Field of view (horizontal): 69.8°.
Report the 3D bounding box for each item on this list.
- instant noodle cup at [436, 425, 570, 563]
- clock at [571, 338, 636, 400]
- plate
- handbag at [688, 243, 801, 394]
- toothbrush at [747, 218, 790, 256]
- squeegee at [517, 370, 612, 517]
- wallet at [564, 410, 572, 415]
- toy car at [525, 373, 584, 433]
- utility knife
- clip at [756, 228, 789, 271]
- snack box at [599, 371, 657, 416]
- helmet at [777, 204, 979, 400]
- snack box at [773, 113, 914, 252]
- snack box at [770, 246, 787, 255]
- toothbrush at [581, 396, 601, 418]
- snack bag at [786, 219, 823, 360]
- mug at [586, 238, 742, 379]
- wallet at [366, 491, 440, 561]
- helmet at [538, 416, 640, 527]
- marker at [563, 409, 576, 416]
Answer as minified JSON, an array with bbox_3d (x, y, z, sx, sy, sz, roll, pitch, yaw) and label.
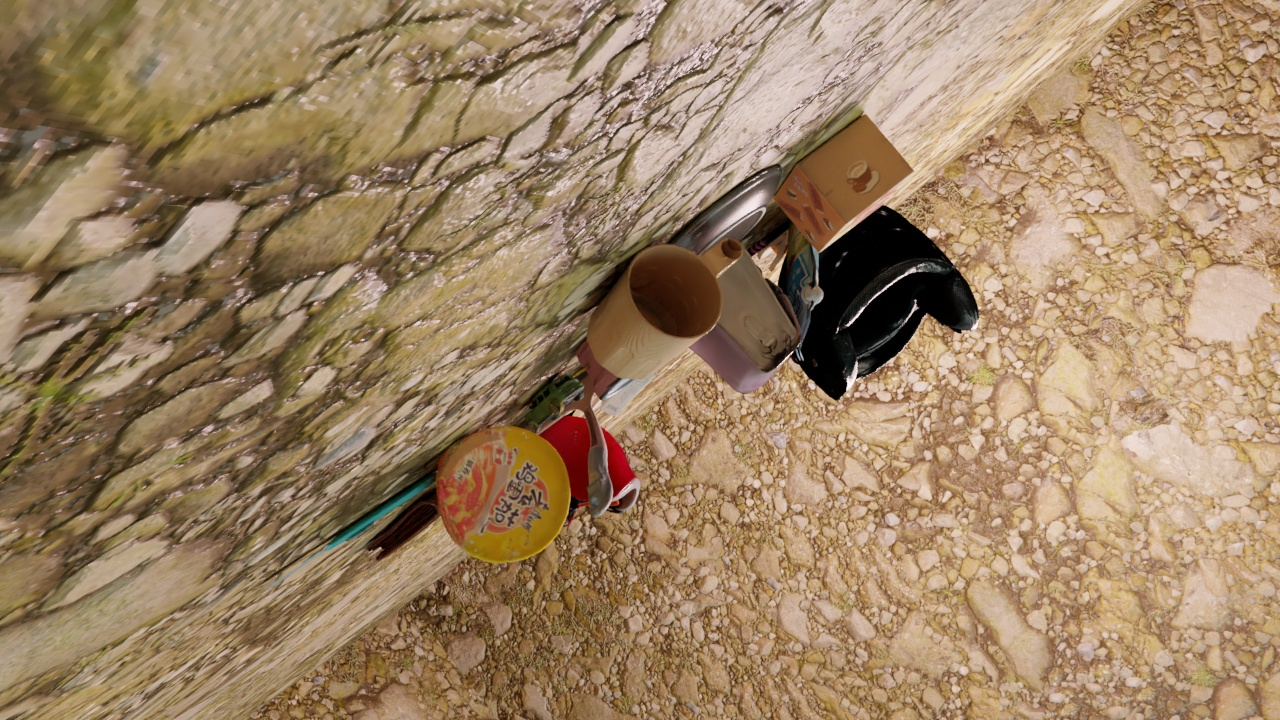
[{"bbox_3d":[-0.154,0.142,0.978,0.137,0.138,0.110,-37,-174,-20],"label":"instant noodle cup"},{"bbox_3d":[0.003,-0.027,0.960,0.158,0.060,0.117,-37,174,8],"label":"clock"},{"bbox_3d":[0.068,-0.112,0.854,0.179,0.024,0.179,-37,175,-4],"label":"plate"},{"bbox_3d":[0.114,-0.041,1.090,0.098,0.145,0.197,-34,172,-8],"label":"handbag"},{"bbox_3d":[0.162,-0.156,1.193,0.189,0.014,0.018,-38,166,-9],"label":"toothbrush"},{"bbox_3d":[-0.053,0.097,1.020,0.248,0.040,0.249,-39,-151,14],"label":"squeegee"},{"bbox_3d":[-0.081,0.043,1.200,0.087,0.024,0.115,-33,174,-2],"label":"wallet"},{"bbox_3d":[-0.099,0.048,1.027,0.043,0.036,0.091,-35,173,-46],"label":"toy car"},{"bbox_3d":[-0.285,0.170,0.934,0.215,0.013,0.029,-34,173,-39],"label":"utility knife"},{"bbox_3d":[0.190,-0.157,1.259,0.092,0.035,0.103,-40,170,0],"label":"clip"},{"bbox_3d":[-0.007,0.007,1.160,0.157,0.027,0.084,-46,-158,60],"label":"snack box"},{"bbox_3d":[0.298,-0.080,1.240,0.233,0.230,0.275,-24,157,-10],"label":"helmet"},{"bbox_3d":[0.203,-0.176,0.927,0.092,0.077,0.094,-37,174,-12],"label":"snack box"},{"bbox_3d":[0.254,-0.207,1.296,0.076,0.027,0.156,-33,173,-40],"label":"snack box"},{"bbox_3d":[-0.063,0.055,1.332,0.180,0.016,0.016,-49,177,-6],"label":"toothbrush"},{"bbox_3d":[0.193,-0.102,1.080,0.111,0.039,0.190,106,-6,-48],"label":"snack bag"},{"bbox_3d":[0.022,-0.048,0.782,0.124,0.084,0.104,-39,178,-32],"label":"mug"},{"bbox_3d":[-0.277,0.198,1.164,0.125,0.032,0.101,-40,178,19],"label":"wallet"},{"bbox_3d":[-0.128,0.158,1.236,0.240,0.144,0.207,-20,166,7],"label":"helmet"},{"bbox_3d":[-0.107,0.077,1.322,0.022,0.020,0.132,-58,-177,-23],"label":"marker"}]
